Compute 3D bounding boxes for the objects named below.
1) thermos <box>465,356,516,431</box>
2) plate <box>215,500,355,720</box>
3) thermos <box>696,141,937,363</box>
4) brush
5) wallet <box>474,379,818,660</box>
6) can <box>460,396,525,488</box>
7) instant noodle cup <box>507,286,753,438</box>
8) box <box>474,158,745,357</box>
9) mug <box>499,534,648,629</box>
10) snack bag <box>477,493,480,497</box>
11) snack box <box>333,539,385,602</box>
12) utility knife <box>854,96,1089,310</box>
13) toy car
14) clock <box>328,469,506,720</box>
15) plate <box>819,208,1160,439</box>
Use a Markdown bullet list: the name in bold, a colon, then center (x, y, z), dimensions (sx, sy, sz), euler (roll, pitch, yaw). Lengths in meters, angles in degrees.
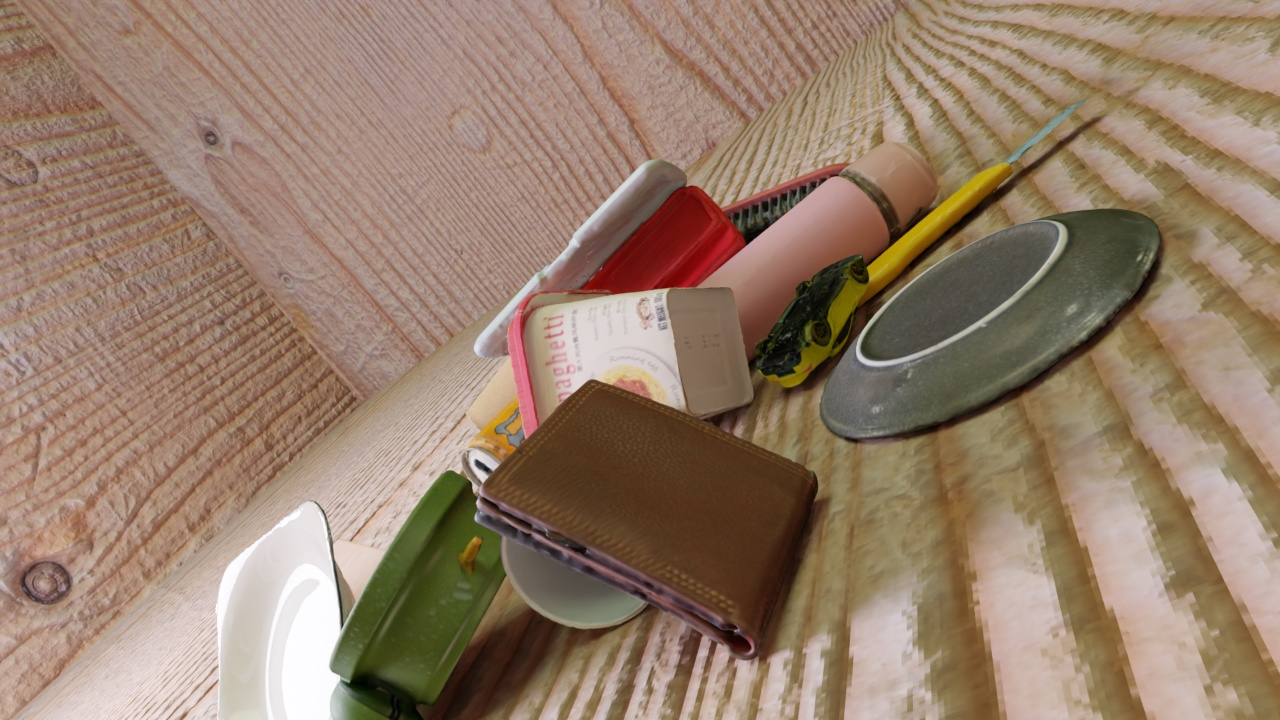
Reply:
- **thermos**: center (-0.102, 0.021, 0.912), dimensions (0.143, 0.093, 0.093), euler (-47, 12, -1)
- **plate**: center (-0.212, 0.181, 0.557), dimensions (0.164, 0.034, 0.164), euler (-34, 55, 35)
- **thermos**: center (0.122, -0.074, 0.663), dimensions (0.198, 0.067, 0.087), euler (-40, -18, -8)
- **brush**: center (0.134, -0.128, 0.786), dimensions (0.146, 0.063, 0.069), euler (-20, 33, 23)
- **wallet**: center (0.006, 0.060, 0.384), dimensions (0.101, 0.124, 0.032), euler (-47, -23, -55)
- **can**: center (-0.090, 0.053, 0.804), dimensions (0.058, 0.058, 0.145), euler (-25, 18, 48)
- **instant noodle cup**: center (-0.003, 0.003, 0.588), dimensions (0.124, 0.116, 0.116), euler (-12, -3, 38)
- **box**: center (-0.031, -0.057, 0.679), dimensions (0.202, 0.095, 0.100), euler (-44, -34, 16)
- **mug**: center (-0.017, 0.073, 0.481), dimensions (0.078, 0.078, 0.122), euler (-34, 8, 18)
- **snack bag**: center (-0.153, 0.150, 0.669), dimensions (0.191, 0.039, 0.110), euler (-38, 11, -5)
- **snack box**: center (-0.183, 0.166, 0.607), dimensions (0.158, 0.026, 0.084), euler (-1, 44, 46)
- **utility knife**: center (0.207, -0.098, 0.598), dimensions (0.223, 0.015, 0.033), euler (-40, 12, 0)
- **toy car**: center (0.109, -0.024, 0.559), dimensions (0.048, 0.032, 0.105), euler (-23, 26, 52)
- **clock**: center (-0.114, 0.135, 0.483), dimensions (0.161, 0.056, 0.116), euler (-61, 0, 14)
- **plate**: center (0.159, -0.027, 0.450), dimensions (0.179, 0.024, 0.179), euler (-36, 12, 9)
